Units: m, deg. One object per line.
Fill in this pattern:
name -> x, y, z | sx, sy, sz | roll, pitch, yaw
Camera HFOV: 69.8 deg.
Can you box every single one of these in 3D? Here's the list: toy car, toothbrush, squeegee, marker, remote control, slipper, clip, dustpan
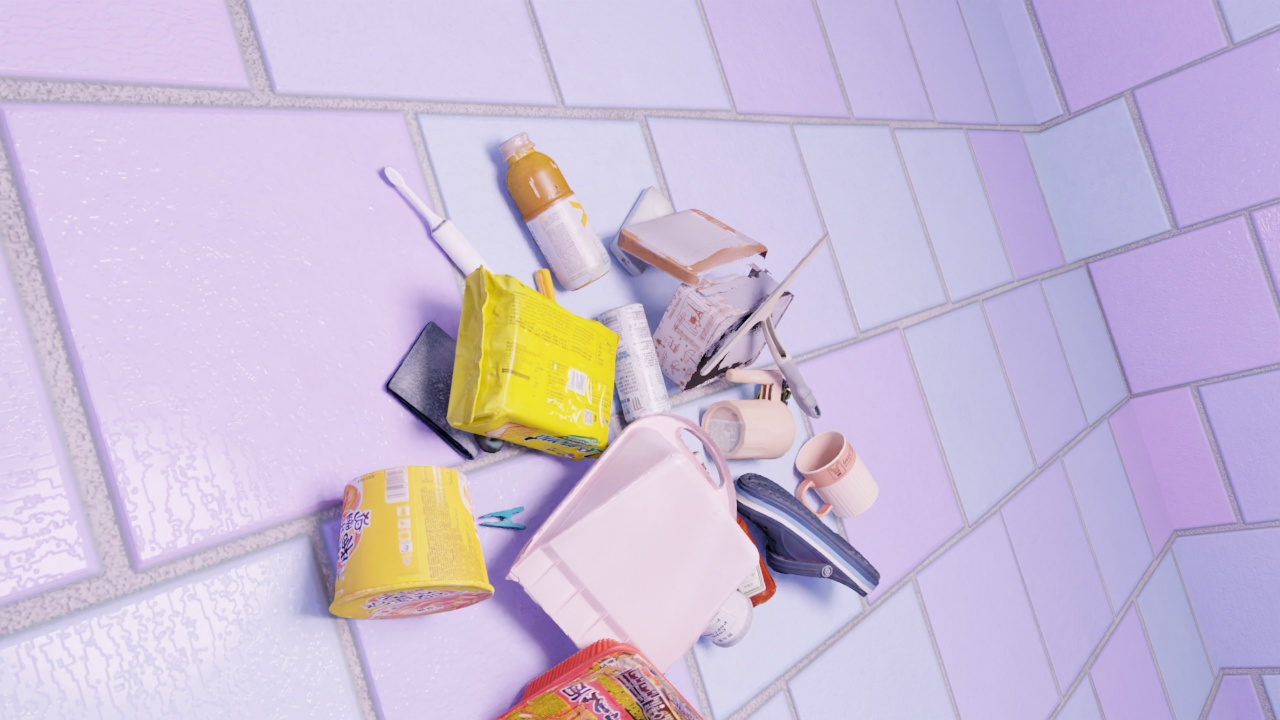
toy car -> 0.185, 0.070, 1.317 | 0.048, 0.032, 0.105 | 26, 69, -38
toothbrush -> -0.198, -0.121, 0.990 | 0.221, 0.027, 0.026 | 50, 7, -21
squeegee -> 0.189, -0.004, 1.194 | 0.246, 0.039, 0.247 | -47, 134, -15
marker -> -0.102, -0.047, 1.069 | 0.015, 0.018, 0.124 | -9, 83, -48
remote control -> 0.004, -0.174, 1.226 | 0.056, 0.019, 0.134 | 46, 48, -24
slipper -> 0.211, 0.246, 1.241 | 0.253, 0.105, 0.095 | 37, 92, -15
clip -> -0.142, 0.164, 0.952 | 0.056, 0.015, 0.049 | 5, 75, -47
dustpan -> 0.007, 0.195, 0.995 | 0.273, 0.139, 0.222 | -38, 110, -10

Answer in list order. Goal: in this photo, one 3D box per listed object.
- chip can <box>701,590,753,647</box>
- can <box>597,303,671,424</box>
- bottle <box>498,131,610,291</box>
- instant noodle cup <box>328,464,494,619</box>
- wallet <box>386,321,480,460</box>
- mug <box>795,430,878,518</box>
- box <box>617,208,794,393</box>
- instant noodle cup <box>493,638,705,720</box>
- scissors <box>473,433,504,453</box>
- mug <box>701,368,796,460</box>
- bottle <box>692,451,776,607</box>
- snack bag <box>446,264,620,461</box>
chip can -> 0.037, 0.259, 1.063 | 0.214, 0.071, 0.071 | 38, 51, -30
can -> -0.007, 0.007, 1.119 | 0.058, 0.058, 0.146 | -11, 84, -48
bottle -> -0.104, -0.175, 1.076 | 0.067, 0.068, 0.189 | -40, 106, -46
instant noodle cup -> -0.204, 0.160, 0.809 | 0.138, 0.138, 0.109 | 14, 57, -43
wallet -> -0.195, 0.030, 0.945 | 0.121, 0.019, 0.097 | 45, 46, -24
mug -> 0.281, 0.180, 1.350 | 0.114, 0.082, 0.106 | -46, 113, -16
box -> 0.066, -0.090, 1.198 | 0.193, 0.157, 0.182 | 42, 36, 23
instant noodle cup -> -0.042, 0.355, 0.899 | 0.164, 0.189, 0.079 | 53, 10, -21
scissors -> -0.132, 0.032, 0.980 | 0.170, 0.019, 0.178 | 56, 44, -40
mug -> 0.146, 0.073, 1.226 | 0.103, 0.084, 0.124 | 3, 95, -44
bottle -> 0.105, 0.213, 1.162 | 0.059, 0.060, 0.206 | -29, 94, -48
snack bag -> -0.097, 0.013, 0.957 | 0.246, 0.068, 0.158 | 25, 67, -55
